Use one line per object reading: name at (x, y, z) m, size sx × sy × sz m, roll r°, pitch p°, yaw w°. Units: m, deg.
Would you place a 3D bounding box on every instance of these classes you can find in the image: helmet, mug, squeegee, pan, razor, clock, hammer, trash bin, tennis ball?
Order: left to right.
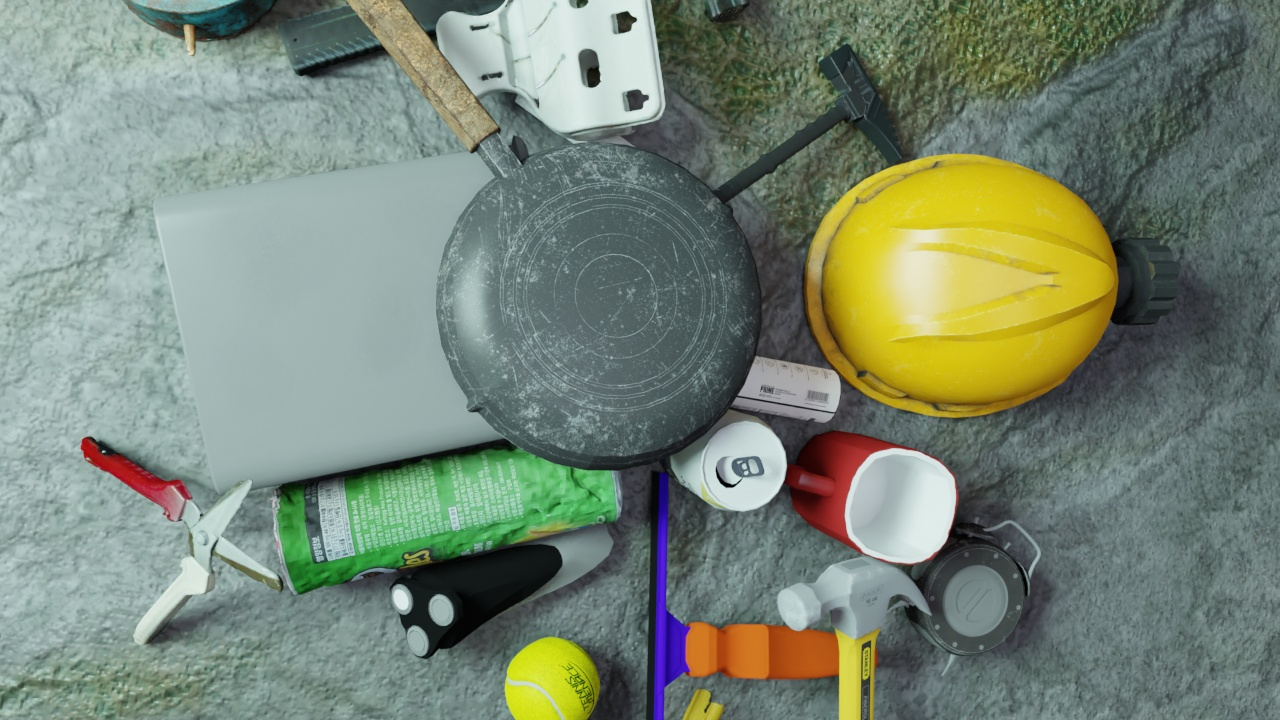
clock at (-0.275, -0.283, 0.573) m, size 0.121 × 0.073 × 0.157 m, roll 34°, pitch 85°, yaw -11°
trash bin at (-0.168, -0.029, 0.595) m, size 0.219 × 0.097 × 0.192 m, roll -11°, pitch 95°, yaw -10°
razor at (-0.092, 0.150, 0.643) m, size 0.155 × 0.060 × 0.057 m, roll -20°, pitch 86°, yaw -29°
hammer at (-0.089, -0.261, 0.634) m, size 0.318 × 0.032 × 0.130 m, roll -21°, pitch 97°, yaw -10°
pan at (-0.065, -0.096, 0.540) m, size 0.207 × 0.040 × 0.357 m, roll -39°, pitch 96°, yaw -14°
tennis ball at (-0.062, 0.229, 0.644) m, size 0.065 × 0.065 × 0.065 m, roll -1°, pitch 93°, yaw -12°
hammer at (0.063, -0.110, 0.630) m, size 0.324 × 0.015 × 0.095 m, roll -38°, pitch 100°, yaw -26°
squeegee at (0.089, 0.216, 0.679) m, size 0.184 × 0.055 × 0.249 m, roll 7°, pitch 71°, yaw -15°
mug at (0.152, 0.093, 0.666) m, size 0.116 × 0.096 × 0.080 m, roll 16°, pitch 89°, yaw -12°
hammer at (0.159, 0.294, 0.679) m, size 0.126 × 0.029 × 0.324 m, roll -14°, pitch 109°, yaw -30°
clock at (0.254, 0.178, 0.718) m, size 0.091 × 0.044 × 0.122 m, roll 44°, pitch 84°, yaw -10°
helmet at (0.261, -0.055, 0.666) m, size 0.255 × 0.131 × 0.205 m, roll -2°, pitch 93°, yaw -11°

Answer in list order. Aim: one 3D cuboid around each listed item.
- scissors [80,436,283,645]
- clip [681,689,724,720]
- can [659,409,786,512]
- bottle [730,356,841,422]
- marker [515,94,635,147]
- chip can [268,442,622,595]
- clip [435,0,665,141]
scissors at (-0.291, 0.119, 0.571) m, size 0.199 × 0.015 × 0.180 m, roll 27°, pitch 114°, yaw 25°
clip at (0.053, 0.281, 0.690) m, size 0.048 × 0.046 × 0.054 m, roll 25°, pitch 85°, yaw 13°
can at (0.055, 0.065, 0.629) m, size 0.064 × 0.127 × 0.064 m, roll -1°, pitch 92°, yaw -12°
bottle at (0.088, 0.018, 0.678) m, size 0.116 × 0.041 × 0.041 m, roll 10°, pitch 90°, yaw -12°
marker at (-0.027, -0.154, 0.654) m, size 0.133 × 0.027 × 0.023 m, roll 34°, pitch 85°, yaw -9°
chip can at (-0.125, 0.097, 0.621) m, size 0.223 × 0.075 × 0.075 m, roll -10°, pitch 95°, yaw -12°
clip at (-0.055, -0.207, 0.606) m, size 0.151 × 0.110 × 0.126 m, roll -6°, pitch 97°, yaw 26°
